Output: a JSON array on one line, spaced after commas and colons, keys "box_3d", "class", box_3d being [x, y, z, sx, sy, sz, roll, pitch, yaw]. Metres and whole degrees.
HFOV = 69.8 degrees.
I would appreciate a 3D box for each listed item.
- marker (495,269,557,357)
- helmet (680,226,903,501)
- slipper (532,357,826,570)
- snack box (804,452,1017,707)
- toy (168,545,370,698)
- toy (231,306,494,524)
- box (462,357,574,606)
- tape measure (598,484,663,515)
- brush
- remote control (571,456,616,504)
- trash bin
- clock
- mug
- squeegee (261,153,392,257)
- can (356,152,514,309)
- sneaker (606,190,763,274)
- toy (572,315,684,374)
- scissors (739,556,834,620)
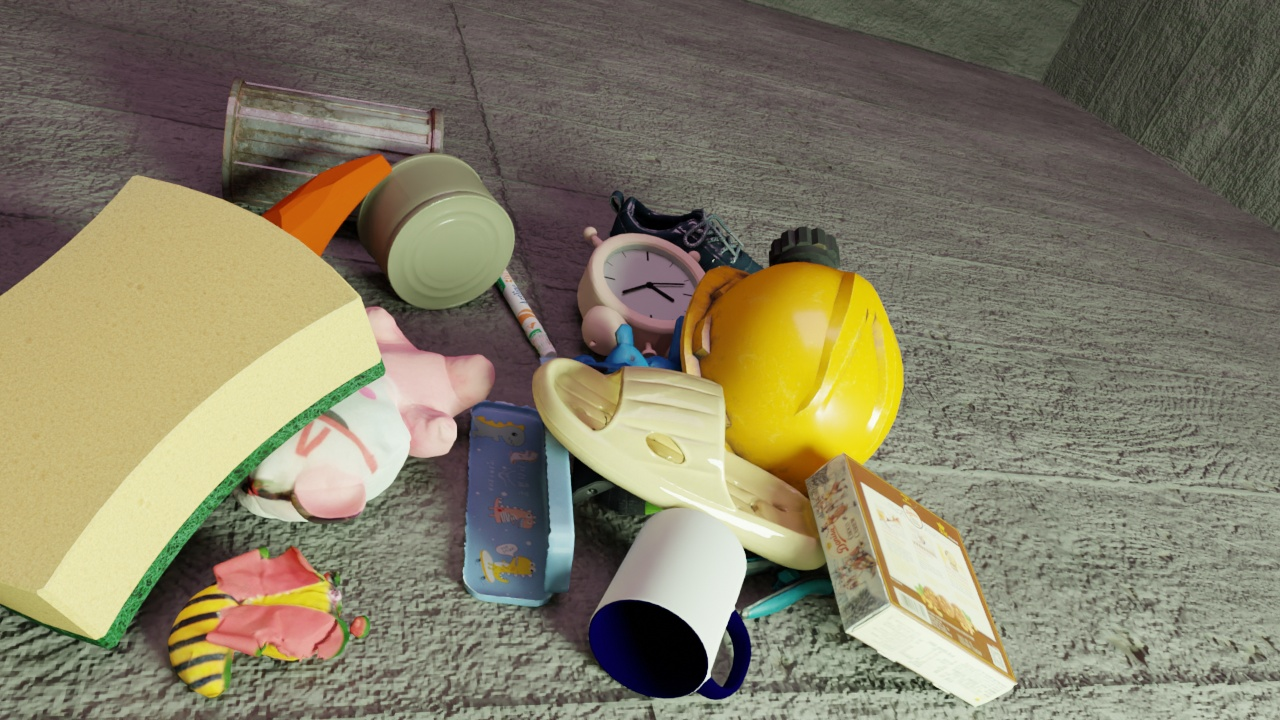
[{"box_3d": [-0.114, -0.047, 0.890, 0.017, 0.017, 0.145, -2, 38, -31], "class": "marker"}, {"box_3d": [0.152, -0.008, 0.793, 0.205, 0.132, 0.254, 26, 47, -25], "class": "helmet"}, {"box_3d": [0.045, 0.064, 0.669, 0.261, 0.079, 0.111, 32, 25, -12], "class": "slipper"}, {"box_3d": [0.196, 0.158, 0.673, 0.143, 0.041, 0.146, 33, 30, -25], "class": "snack box"}, {"box_3d": [-0.212, 0.146, 0.522, 0.103, 0.046, 0.084, -17, 61, -38], "class": "toy"}, {"box_3d": [-0.204, 0.042, 0.644, 0.142, 0.084, 0.212, 25, 31, 9], "class": "toy"}, {"box_3d": [-0.093, 0.081, 0.672, 0.079, 0.073, 0.210, 0, 36, -7], "class": "box"}, {"box_3d": [-0.002, 0.099, 0.708, 0.059, 0.036, 0.065, 8, 18, 12], "class": "tape measure"}, {"box_3d": [-0.303, 0.016, 0.538, 0.195, 0.075, 0.249, 27, 57, 18], "class": "brush"}, {"box_3d": [-0.037, 0.071, 0.710, 0.033, 0.015, 0.146, -25, 17, 6], "class": "remote control"}, {"box_3d": [-0.295, -0.201, 0.917, 0.211, 0.131, 0.130, 6, 35, -19], "class": "trash bin"}, {"box_3d": [0.001, -0.057, 0.929, 0.131, 0.086, 0.160, 11, 42, -16], "class": "clock"}, {"box_3d": [0.031, 0.168, 0.601, 0.112, 0.079, 0.096, 49, 32, -7], "class": "mug"}, {"box_3d": [-0.290, -0.115, 0.784, 0.249, 0.055, 0.184, 38, 72, 26], "class": "squeegee"}, {"box_3d": [-0.189, -0.118, 0.853, 0.127, 0.128, 0.073, -7, 43, -37], "class": "can"}, {"box_3d": [0.070, -0.123, 1.041, 0.235, 0.088, 0.089, 20, 32, 0], "class": "sneaker"}, {"box_3d": [-0.005, 0.005, 0.805, 0.113, 0.071, 0.175, 3, 14, 43], "class": "toy"}, {"box_3d": [0.116, 0.166, 0.697, 0.131, 0.019, 0.149, 23, 30, 0], "class": "scissors"}]
